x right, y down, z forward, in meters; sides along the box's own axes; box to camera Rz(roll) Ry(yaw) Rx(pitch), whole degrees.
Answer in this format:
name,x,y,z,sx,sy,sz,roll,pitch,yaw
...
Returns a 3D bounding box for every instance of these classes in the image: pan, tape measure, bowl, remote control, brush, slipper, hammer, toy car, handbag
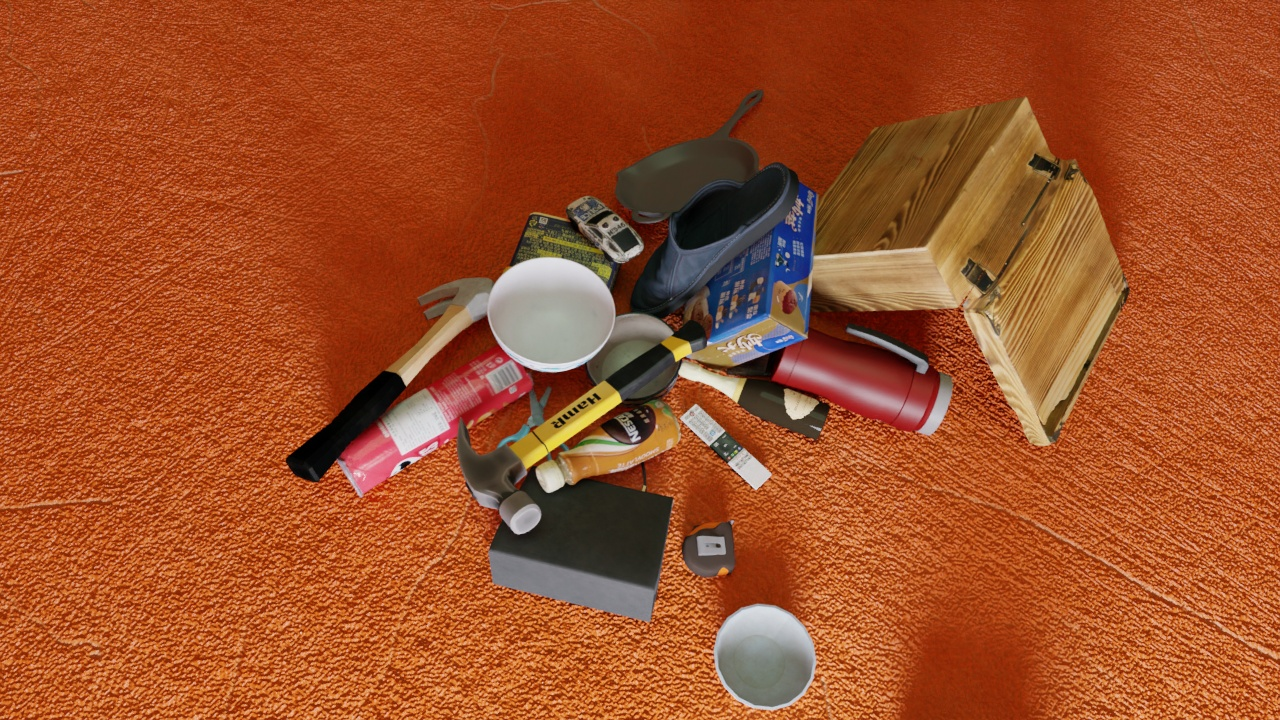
name,x,y,z,sx,sy,sz,roll,pitch,yaw
pan,0.092,-0.279,1.253,0.217,0.024,0.353,9,45,33
tape measure,0.076,0.208,1.017,0.059,0.038,0.058,0,63,-4
bowl,0.128,0.314,0.965,0.106,0.039,0.106,1,62,-3
bowl,-0.105,-0.040,1.065,0.144,0.074,0.143,4,60,-7
bowl,-0.006,0.006,1.102,0.115,0.059,0.115,-2,65,4
remote control,0.100,0.103,1.088,0.028,0.012,0.124,-40,71,-21
brush,0.182,0.004,1.144,0.151,0.012,0.038,3,62,-2
slipper,0.063,-0.153,1.092,0.083,0.266,0.108,29,40,-31
hammer,-0.270,0.012,1.044,0.131,0.039,0.327,10,44,32
toy car,-0.045,-0.165,1.124,0.048,0.041,0.113,-36,66,-25
hammer,-0.057,0.048,1.019,0.323,0.034,0.170,-35,46,-18
handbag,-0.051,0.167,1.021,0.176,0.072,0.195,12,49,7

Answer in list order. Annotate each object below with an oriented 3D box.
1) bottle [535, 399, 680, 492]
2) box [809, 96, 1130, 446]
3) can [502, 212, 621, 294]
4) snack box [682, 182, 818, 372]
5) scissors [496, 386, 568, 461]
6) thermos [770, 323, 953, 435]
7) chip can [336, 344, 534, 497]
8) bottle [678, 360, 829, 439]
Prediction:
name,x,y,z,sx,sy,sz,roll,pitch,yaw
bottle,-0.037,0.100,1.028,0.166,0.059,0.059,-24,66,-21
box,0.416,-0.106,1.158,0.278,0.287,0.336,-50,117,-25
can,-0.094,-0.116,1.157,0.135,0.075,0.104,14,60,4
snack box,0.131,-0.105,1.111,0.069,0.155,0.202,26,59,-30
scissors,-0.110,0.077,1.070,0.095,0.015,0.142,12,50,9
thermos,0.264,0.012,1.086,0.198,0.108,0.083,19,37,2
chip can,-0.238,0.064,1.056,0.232,0.073,0.073,-32,69,-19
bottle,0.133,0.041,1.103,0.184,0.045,0.045,21,63,8
